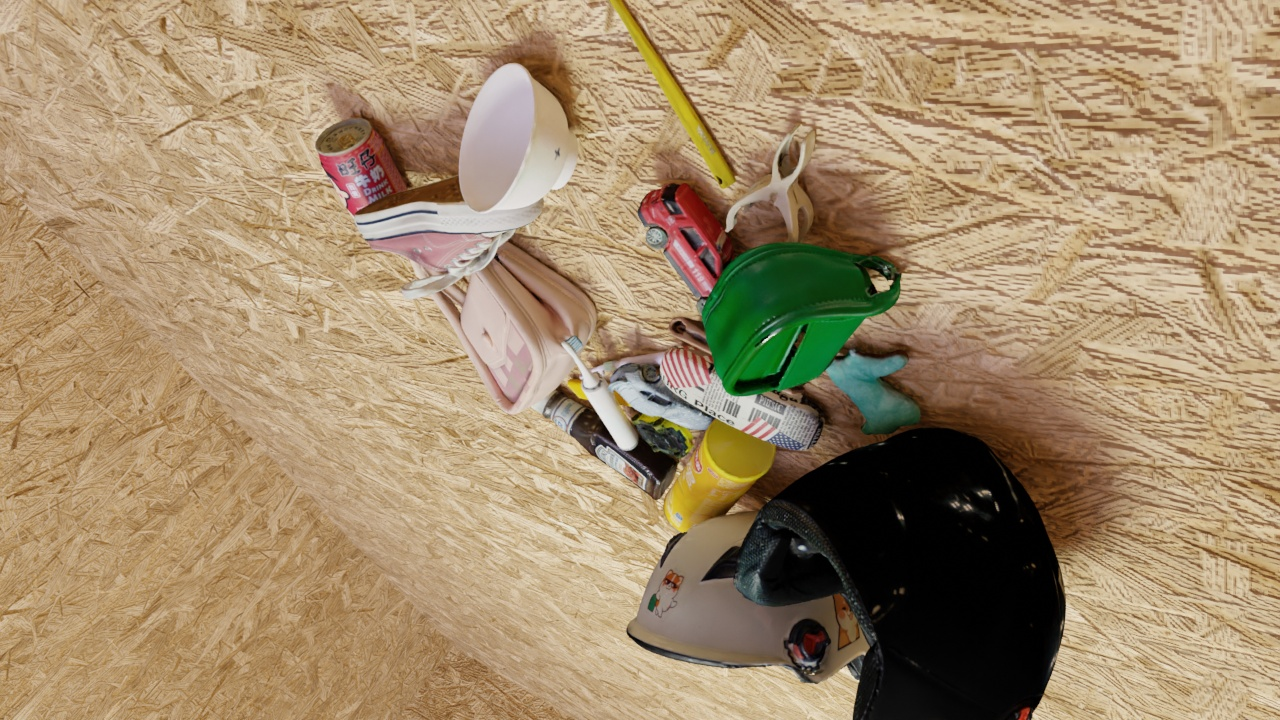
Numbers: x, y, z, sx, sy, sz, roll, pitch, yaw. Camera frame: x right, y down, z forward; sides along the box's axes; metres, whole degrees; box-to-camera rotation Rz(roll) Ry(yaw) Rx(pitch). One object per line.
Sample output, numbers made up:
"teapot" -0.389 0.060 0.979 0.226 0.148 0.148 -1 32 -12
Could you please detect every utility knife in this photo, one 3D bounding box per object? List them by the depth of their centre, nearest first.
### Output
"utility knife" -0.032 0.034 1.035 0.157 0.015 0.033 6 132 48

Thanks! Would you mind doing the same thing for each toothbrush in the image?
"toothbrush" 0.011 -0.196 0.633 0.016 0.016 0.190 -1 133 52
"toothbrush" -0.006 0.006 0.956 0.190 0.029 0.021 -12 86 55
"toothbrush" -0.042 0.037 0.973 0.027 0.026 0.221 43 169 33

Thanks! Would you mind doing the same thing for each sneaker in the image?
"sneaker" -0.174 -0.121 0.866 0.242 0.118 0.088 0 122 40

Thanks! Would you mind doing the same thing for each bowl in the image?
"bowl" -0.090 -0.169 0.732 0.064 0.118 0.118 9 173 -37

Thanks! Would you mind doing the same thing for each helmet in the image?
"helmet" 0.220 0.189 0.736 0.275 0.230 0.233 51 180 -31
"helmet" 0.127 0.233 0.949 0.273 0.156 0.230 18 170 -33

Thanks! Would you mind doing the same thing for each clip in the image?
"clip" 0.105 -0.109 0.636 0.095 0.034 0.102 47 144 -7

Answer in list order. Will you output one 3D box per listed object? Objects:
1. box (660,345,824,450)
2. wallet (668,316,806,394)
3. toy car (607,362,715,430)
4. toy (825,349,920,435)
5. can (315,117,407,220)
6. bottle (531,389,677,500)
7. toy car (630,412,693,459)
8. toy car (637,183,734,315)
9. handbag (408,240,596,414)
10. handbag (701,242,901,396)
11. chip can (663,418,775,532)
"box" 0.094 0.031 0.853 0.164 0.052 0.069 27 160 13
"wallet" 0.085 -0.003 0.776 0.115 0.020 0.101 29 -172 14
"toy car" 0.025 0.041 0.935 0.120 0.036 0.054 27 156 -13
"toy" 0.188 0.023 0.736 0.092 0.030 0.097 43 147 -13
"can" -0.285 -0.193 0.943 0.066 0.066 0.094 21 147 31
"bottle" -0.047 0.094 1.113 0.195 0.044 0.080 33 155 13
"toy car" 0.026 0.077 1.013 0.048 0.032 0.105 54 161 -16
"toy car" 0.047 -0.085 0.719 0.045 0.052 0.120 -25 111 33
"handbag" -0.166 -0.064 0.993 0.234 0.093 0.194 45 152 3
"handbag" 0.112 -0.031 0.670 0.132 0.120 0.068 118 139 -58
"chip can" 0.079 0.128 0.980 0.072 0.071 0.214 35 152 8
